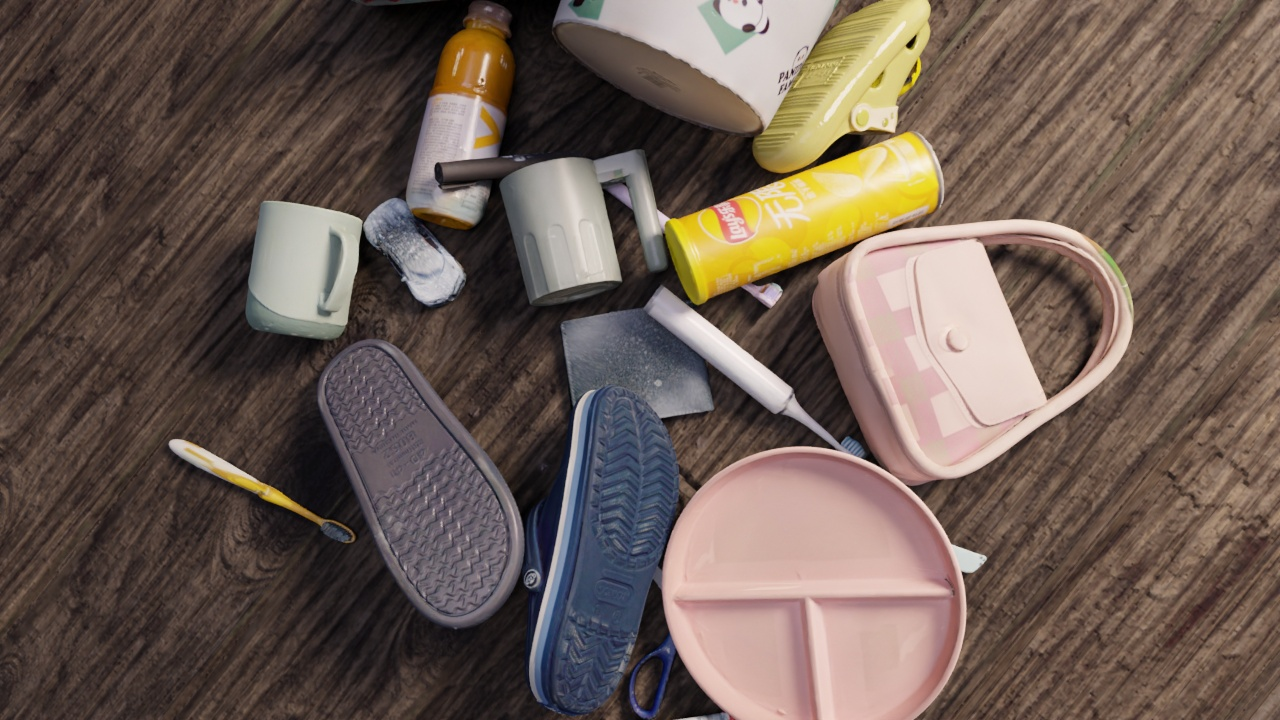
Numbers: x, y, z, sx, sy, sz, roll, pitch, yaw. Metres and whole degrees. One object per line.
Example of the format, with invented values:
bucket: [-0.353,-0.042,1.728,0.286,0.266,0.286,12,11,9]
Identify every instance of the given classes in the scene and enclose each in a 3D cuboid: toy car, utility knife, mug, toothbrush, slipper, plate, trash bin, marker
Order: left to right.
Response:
toothbrush: [-0.331,0.113,0.797,0.191,0.018,0.016,26,86,7]
mug: [-0.274,-0.072,0.766,0.112,0.082,0.106,7,87,39]
toy car: [-0.196,-0.093,0.795,0.049,0.031,0.105,-41,84,2]
slipper: [-0.174,0.097,0.761,0.110,0.083,0.268,-36,65,-3]
marker: [-0.107,-0.159,0.760,0.131,0.020,0.022,-14,119,-34]
mug: [-0.045,-0.109,0.756,0.124,0.083,0.103,-13,86,4]
slipper: [-0.042,0.147,0.733,0.095,0.105,0.252,0,75,41]
toothbrush: [0.038,-0.105,0.779,0.189,0.029,0.021,36,127,8]
trash bin: [0.066,-0.327,0.700,0.229,0.229,0.252,25,93,7]
toothbrush: [0.096,0.016,0.751,0.221,0.027,0.026,38,79,-2]
plate: [0.129,0.180,0.707,0.230,0.028,0.229,0,91,20]
slipper: [0.170,-0.214,0.753,0.190,0.092,0.081,-50,123,-9]
utility knife: [0.186,0.135,0.747,0.191,0.018,0.034,18,87,5]

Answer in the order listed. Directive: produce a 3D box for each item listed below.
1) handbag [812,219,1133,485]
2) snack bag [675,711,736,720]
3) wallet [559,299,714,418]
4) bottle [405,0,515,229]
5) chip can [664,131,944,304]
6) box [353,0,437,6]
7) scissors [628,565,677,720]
handbag: [0.272,-0.022,0.726,0.234,0.093,0.193,-19,85,-4]
snack bag: [0.040,0.304,0.741,0.105,0.026,0.045,-9,124,3]
wallet: [-0.005,0.005,0.776,0.121,0.019,0.097,-9,85,6]
bottle: [-0.148,-0.209,0.780,0.068,0.068,0.189,12,87,6]
chip can: [0.129,-0.114,0.731,0.213,0.072,0.072,-21,84,-4]
box: [-0.150,-0.324,0.762,0.201,0.160,0.060,-2,124,6]
scissors: [0.042,0.222,0.757,0.176,0.012,0.162,39,89,9]
